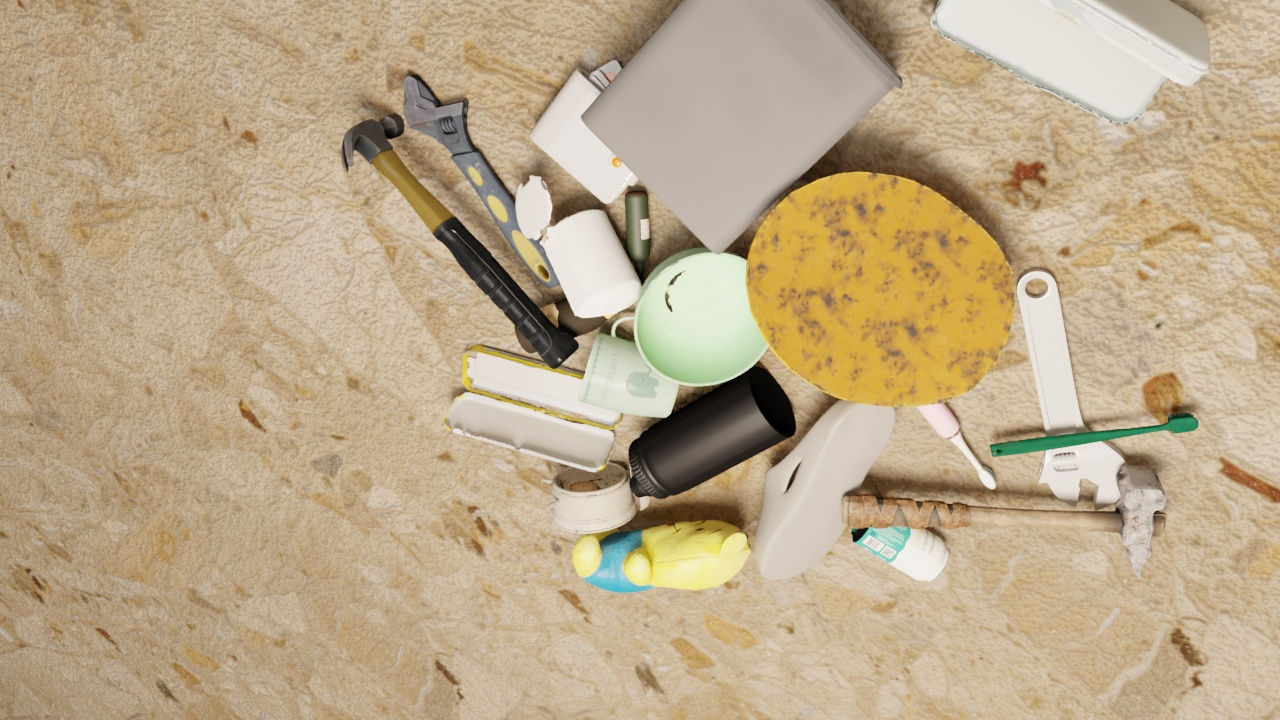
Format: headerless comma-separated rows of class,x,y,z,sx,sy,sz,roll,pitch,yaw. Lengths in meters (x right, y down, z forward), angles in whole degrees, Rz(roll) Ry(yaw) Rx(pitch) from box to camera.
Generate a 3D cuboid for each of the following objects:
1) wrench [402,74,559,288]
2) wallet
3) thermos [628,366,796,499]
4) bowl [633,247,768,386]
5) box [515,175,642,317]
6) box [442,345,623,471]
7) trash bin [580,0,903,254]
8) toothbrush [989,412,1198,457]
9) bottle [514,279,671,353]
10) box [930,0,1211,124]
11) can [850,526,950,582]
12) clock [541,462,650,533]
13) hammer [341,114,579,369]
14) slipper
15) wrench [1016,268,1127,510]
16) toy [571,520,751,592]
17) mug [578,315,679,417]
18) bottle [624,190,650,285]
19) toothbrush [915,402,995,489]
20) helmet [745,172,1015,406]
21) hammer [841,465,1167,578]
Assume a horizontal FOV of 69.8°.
wrench,-0.172,-0.194,1.009,0.074,0.022,0.273,-27,104,28
wallet,-0.035,-0.237,0.935,0.118,0.037,0.115,41,115,-4
thermos,0.069,0.091,1.036,0.199,0.085,0.086,-32,102,29
bowl,0.062,-0.055,0.959,0.151,0.077,0.151,-4,119,-8
box,-0.067,-0.126,0.968,0.166,0.092,0.084,65,151,13
box,-0.126,0.058,1.102,0.210,0.057,0.117,15,83,10
trash bin,0.089,-0.242,0.838,0.192,0.097,0.220,44,112,-6
toothbrush,0.452,0.075,0.923,0.190,0.017,0.016,-11,109,23
bottle,-0.051,-0.058,1.026,0.185,0.045,0.045,-19,108,18
box,0.351,-0.270,0.775,0.215,0.106,0.127,32,144,0
can,0.293,0.205,1.038,0.101,0.054,0.055,30,121,1
clock,-0.038,0.155,1.107,0.157,0.103,0.061,-8,108,-6
hammer,-0.191,-0.124,0.979,0.333,0.117,0.025,48,122,-3
slipper,0.190,0.128,1.024,0.112,0.080,0.266,-5,130,-29
wrench,0.433,0.033,0.928,0.087,0.018,0.273,-10,111,22
toy,0.029,0.232,1.090,0.214,0.148,0.084,-5,90,14
mug,-0.006,0.006,1.028,0.104,0.084,0.111,15,94,-1
bottle,-0.002,-0.126,0.976,0.025,0.025,0.106,2,106,17
toothbrush,0.311,0.052,0.972,0.222,0.026,0.027,49,133,-10
helmet,0.208,-0.067,0.882,0.255,0.131,0.205,19,93,-10
hammer,0.374,0.165,0.963,0.319,0.048,0.122,0,121,13
